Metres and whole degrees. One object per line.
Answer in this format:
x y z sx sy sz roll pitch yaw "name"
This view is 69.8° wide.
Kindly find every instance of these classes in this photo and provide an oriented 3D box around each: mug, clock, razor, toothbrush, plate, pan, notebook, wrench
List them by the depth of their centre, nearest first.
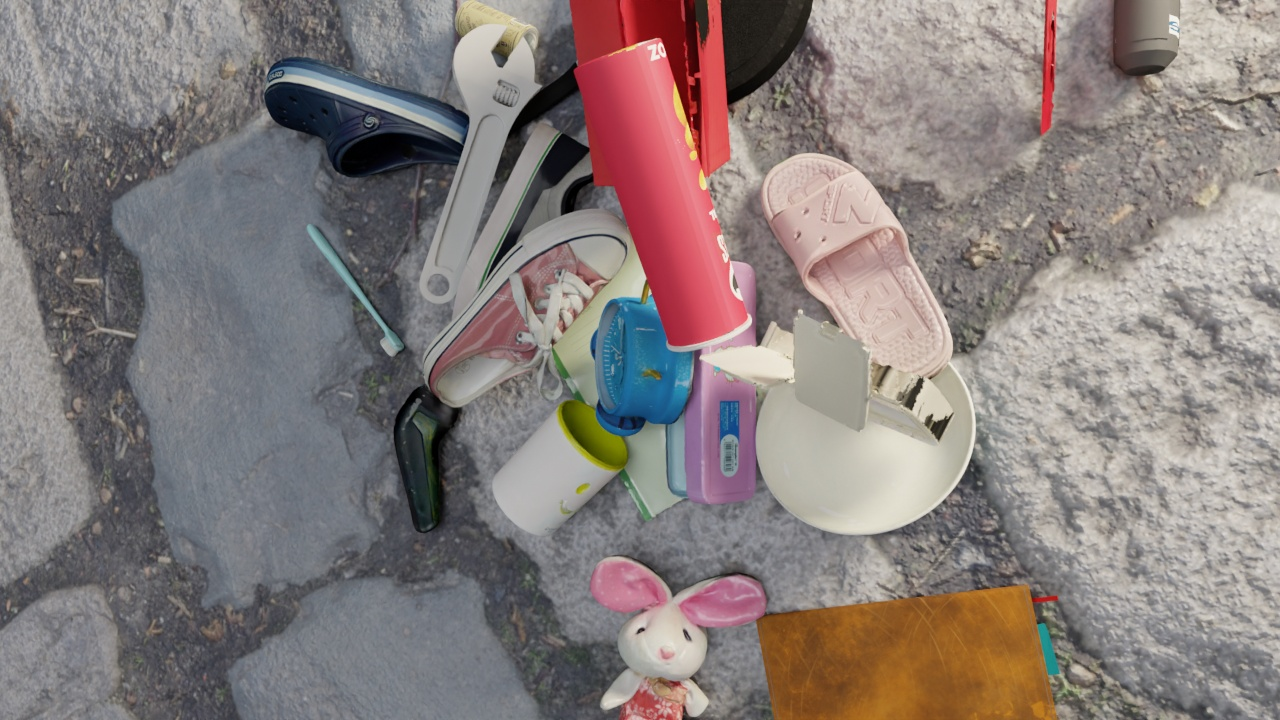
0.189 0.063 0.777 0.183 0.034 0.182 -13 60 22 "plate"
0.237 0.295 0.788 0.250 0.014 0.178 -12 84 18 "notebook"
-0.005 0.005 0.811 0.060 0.162 0.116 1 66 -20 "clock"
-0.076 0.101 0.857 0.106 0.082 0.082 -46 76 21 "mug"
-0.166 -0.188 0.871 0.086 0.018 0.273 19 85 -15 "wrench"
0.015 0.000 0.873 0.182 0.010 0.252 -34 79 15 "notebook"
-0.006 -0.316 0.878 0.357 0.034 0.225 -31 80 15 "pan"
-0.215 0.099 0.931 0.067 0.054 0.151 -4 93 1 "razor"
-0.308 -0.078 0.981 0.017 0.016 0.180 -42 77 22 "toothbrush"

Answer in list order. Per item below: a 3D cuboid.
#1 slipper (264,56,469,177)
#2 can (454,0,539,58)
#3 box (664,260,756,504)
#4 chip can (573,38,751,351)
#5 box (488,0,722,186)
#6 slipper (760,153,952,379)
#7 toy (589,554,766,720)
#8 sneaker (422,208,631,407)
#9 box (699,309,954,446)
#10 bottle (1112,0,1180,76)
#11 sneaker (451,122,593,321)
-0.281 -0.234 0.928 0.253 0.105 0.095 16 86 16 "slipper"
-0.145 -0.330 0.921 0.079 0.038 0.038 29 97 17 "can"
0.065 0.018 0.818 0.077 0.096 0.214 0 88 -16 "box"
0.019 -0.121 0.688 0.069 0.069 0.220 -15 106 17 "chip can"
-0.065 -0.281 0.836 0.326 0.152 0.214 18 123 46 "box"
0.179 -0.088 0.774 0.094 0.064 0.239 -32 66 13 "slipper"
0.017 0.274 0.829 0.159 0.084 0.194 13 92 -5 "toy"
-0.098 -0.038 0.839 0.241 0.118 0.088 -43 44 6 "sneaker"
0.137 0.018 0.690 0.144 0.191 0.069 23 82 39 "box"
0.404 -0.286 0.732 0.047 0.047 0.112 2 88 18 "bottle"
-0.110 -0.104 0.886 0.079 0.084 0.235 27 98 0 "sneaker"
